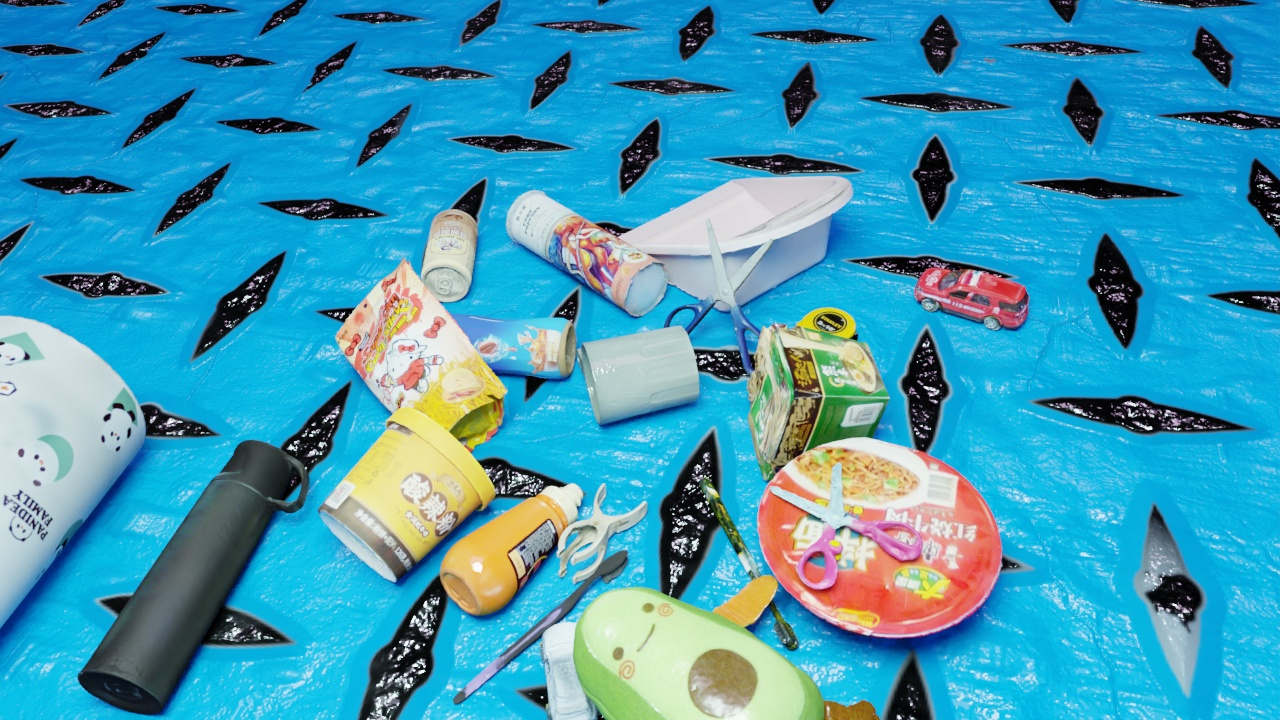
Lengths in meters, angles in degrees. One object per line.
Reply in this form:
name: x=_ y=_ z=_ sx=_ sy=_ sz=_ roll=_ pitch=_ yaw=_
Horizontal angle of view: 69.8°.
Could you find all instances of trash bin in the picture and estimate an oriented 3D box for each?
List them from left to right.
trash bin: x=-0.588 y=0.105 z=0.789 sx=0.230 sy=0.230 sz=0.251 roll=7 pitch=40 yaw=12

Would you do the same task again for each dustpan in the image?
dustpan: x=0.112 y=-0.175 z=1.066 sx=0.222 sy=0.139 sz=0.273 roll=-32 pitch=50 yaw=-25

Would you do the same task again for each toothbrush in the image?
toothbrush: x=-0.079 y=0.221 z=0.764 sx=0.188 sy=0.017 sz=0.014 roll=-37 pitch=40 yaw=-25
toothbrush: x=0.089 y=0.170 z=0.795 sx=0.012 sy=0.017 sz=0.185 roll=-43 pitch=44 yaw=14

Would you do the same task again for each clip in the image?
clip: x=-0.038 y=0.153 z=0.816 sx=0.070 sy=0.035 sz=0.099 roll=18 pitch=40 yaw=24

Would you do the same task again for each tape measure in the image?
tape measure: x=0.201 y=-0.029 z=0.983 sx=0.057 sy=0.029 sz=0.060 roll=-35 pitch=51 yaw=-26

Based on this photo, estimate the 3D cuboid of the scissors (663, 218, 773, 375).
scissors: x=0.086 y=-0.059 z=0.960 sx=0.163 sy=0.176 sz=0.012 roll=-24 pitch=1 yaw=34

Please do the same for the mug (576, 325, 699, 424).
mug: x=-0.006 y=0.005 z=0.937 sx=0.103 sy=0.084 sz=0.124 roll=-12 pitch=24 yaw=-8

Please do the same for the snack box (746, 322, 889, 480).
snack box: x=0.168 y=0.036 z=0.867 sx=0.105 sy=0.118 sz=0.117 roll=1 pitch=43 yaw=-8

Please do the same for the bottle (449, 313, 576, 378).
bottle: x=-0.180 y=-0.018 z=0.983 sx=0.219 sy=0.065 sz=0.065 roll=3 pitch=44 yaw=9

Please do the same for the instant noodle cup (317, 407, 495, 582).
instant noodle cup: x=-0.209 y=0.121 z=0.808 sx=0.118 sy=0.119 sz=0.114 roll=26 pitch=59 yaw=29

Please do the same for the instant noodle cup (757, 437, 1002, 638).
instant noodle cup: x=0.194 y=0.156 z=0.764 sx=0.194 sy=0.066 sz=0.193 roll=-3 pitch=44 yaw=3

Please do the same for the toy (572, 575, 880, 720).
toy: x=0.050 y=0.244 z=0.669 sx=0.247 sy=0.090 sz=0.226 roll=24 pitch=43 yaw=23

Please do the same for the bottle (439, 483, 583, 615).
bottle: x=-0.104 y=0.155 z=0.801 sx=0.067 sy=0.067 sz=0.149 roll=26 pitch=45 yaw=29

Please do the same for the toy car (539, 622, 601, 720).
toy car: x=-0.056 y=0.246 z=0.718 sx=0.043 sy=0.034 sz=0.090 roll=-12 pitch=42 yaw=-2

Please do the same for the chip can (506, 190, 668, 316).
chip can: x=-0.065 y=-0.129 z=1.084 sx=0.071 sy=0.071 sz=0.215 roll=-36 pitch=52 yaw=-28

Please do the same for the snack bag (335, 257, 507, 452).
snack bag: x=-0.225 y=0.004 z=0.930 sx=0.208 sy=0.073 sz=0.129 roll=46 pitch=105 yaw=24

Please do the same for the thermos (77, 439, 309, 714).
thermos: x=-0.371 y=0.176 z=0.792 sx=0.090 sy=0.068 sz=0.241 roll=2 pitch=44 yaw=14

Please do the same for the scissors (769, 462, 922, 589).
scissors: x=0.164 y=0.131 z=0.736 sx=0.134 sy=0.017 sz=0.133 roll=3 pitch=41 yaw=13

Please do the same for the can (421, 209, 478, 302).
can: x=-0.229 y=-0.128 z=1.106 sx=0.058 sy=0.059 sz=0.116 roll=-5 pitch=43 yaw=0

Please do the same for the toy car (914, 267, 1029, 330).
toy car: x=0.362 y=-0.073 z=1.003 sx=0.121 sy=0.045 sz=0.052 roll=17 pitch=46 yaw=25
